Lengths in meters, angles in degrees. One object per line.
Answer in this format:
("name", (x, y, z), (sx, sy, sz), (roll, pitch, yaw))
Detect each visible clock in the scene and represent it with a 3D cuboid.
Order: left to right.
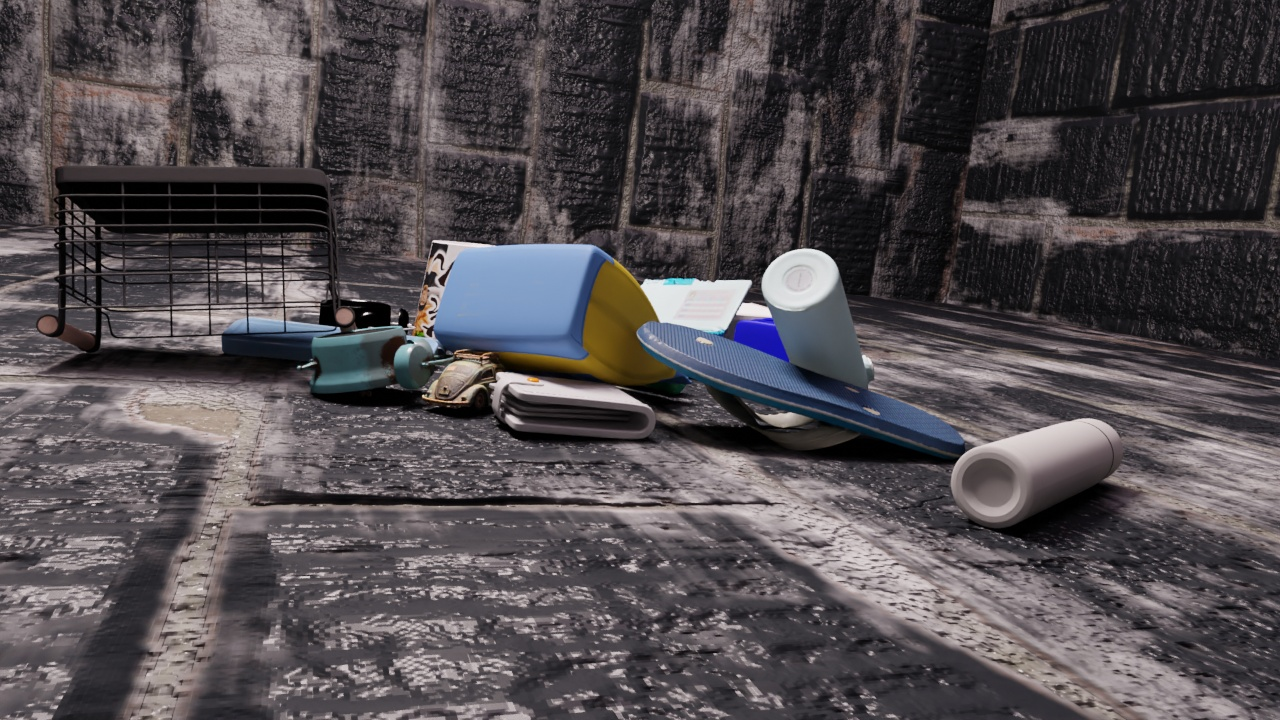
("clock", (-0.319, -0.043, 1.059), (0.121, 0.042, 0.091), (10, 9, 23))
("clock", (-0.219, 0.000, 0.774), (0.124, 0.053, 0.090), (-7, 8, -9))

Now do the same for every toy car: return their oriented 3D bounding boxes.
("toy car", (-0.136, 0.015, 0.774), (0.047, 0.047, 0.111), (9, 7, 24))

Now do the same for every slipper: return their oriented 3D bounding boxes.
("slipper", (0.131, 0.041, 0.772), (0.295, 0.060, 0.118), (18, 12, -7))

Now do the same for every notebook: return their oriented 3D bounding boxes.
("notebook", (0.130, -0.070, 1.282), (0.142, 0.009, 0.210), (3, 9, -15))

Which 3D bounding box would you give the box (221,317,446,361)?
("box", (-0.311, -0.021, 0.949), (0.209, 0.034, 0.127), (7, 9, -4))

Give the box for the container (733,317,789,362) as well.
("container", (0.159, -0.003, 0.986), (0.085, 0.085, 0.113), (10, 11, 32))

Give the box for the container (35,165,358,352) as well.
("container", (-0.379, -0.083, 0.812), (0.241, 0.130, 0.163), (-3, -6, -15))

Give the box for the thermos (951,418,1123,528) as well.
("thermos", (0.292, 0.075, 0.657), (0.052, 0.052, 0.223), (13, 11, 40))

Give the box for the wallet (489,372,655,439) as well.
("wallet", (-0.063, 0.033, 0.745), (0.118, 0.037, 0.115), (6, 8, -22))

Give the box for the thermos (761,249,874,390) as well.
("thermos", (0.165, -0.017, 0.836), (0.078, 0.065, 0.207), (-25, -36, 7))

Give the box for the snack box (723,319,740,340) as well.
("snack box", (0.106, -0.037, 1.274), (0.207, 0.057, 0.104), (1, 10, -36))

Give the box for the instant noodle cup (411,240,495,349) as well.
("instant noodle cup", (-0.214, -0.081, 1.117), (0.123, 0.122, 0.123), (6, 8, -1))

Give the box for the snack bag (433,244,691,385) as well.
("snack bag", (-0.063, -0.021, 0.852), (0.159, 0.102, 0.205), (3, -21, 32))

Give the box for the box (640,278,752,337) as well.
("box", (0.010, -0.045, 1.158), (0.227, 0.072, 0.181), (6, 29, 38))

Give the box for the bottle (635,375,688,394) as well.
("bottle", (-0.006, 0.006, 0.953), (0.111, 0.043, 0.043), (10, 9, 30))
